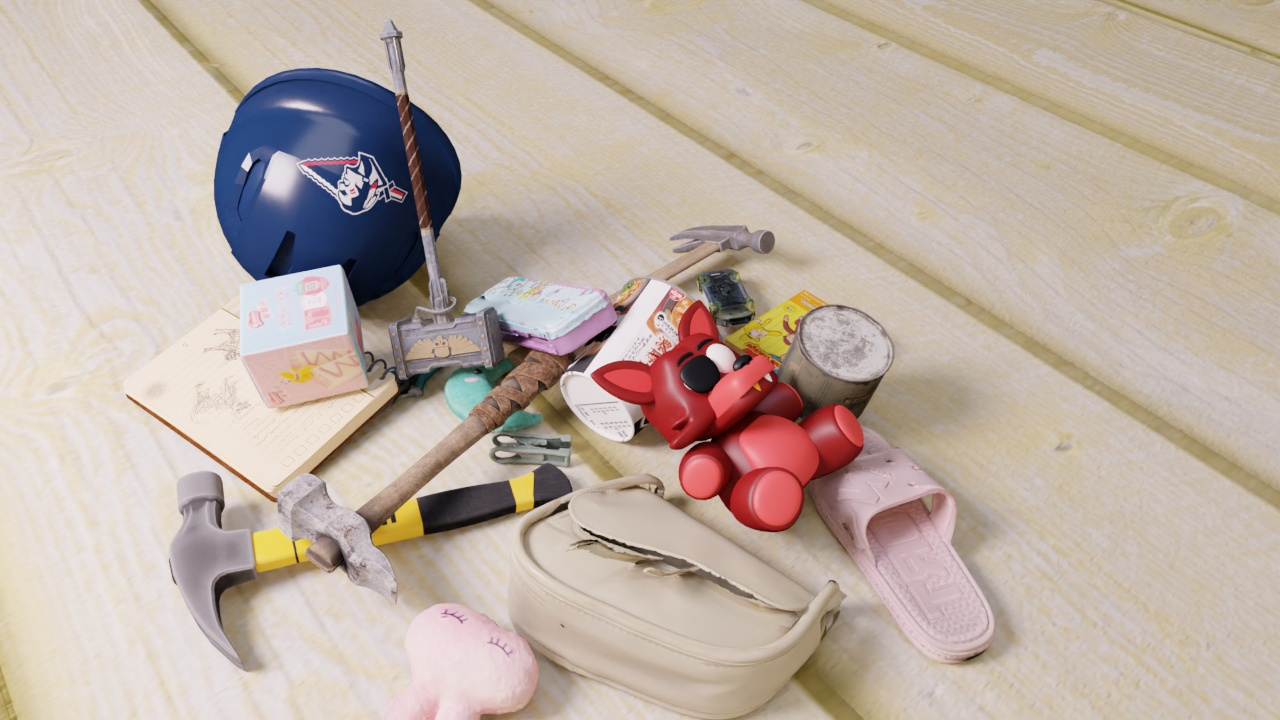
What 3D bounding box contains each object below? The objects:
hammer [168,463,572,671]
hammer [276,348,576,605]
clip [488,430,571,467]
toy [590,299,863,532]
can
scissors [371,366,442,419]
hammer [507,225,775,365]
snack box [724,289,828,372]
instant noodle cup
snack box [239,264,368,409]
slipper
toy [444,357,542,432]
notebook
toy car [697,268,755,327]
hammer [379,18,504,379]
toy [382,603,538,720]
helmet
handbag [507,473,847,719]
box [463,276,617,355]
[{"bbox_3d":[-0.213,0.140,0.762,0.324,0.034,0.169,-11,52,-19],"label":"hammer"},{"bbox_3d":[-0.157,0.072,0.790,0.121,0.049,0.317,31,45,15],"label":"hammer"},{"bbox_3d":[-0.101,0.081,0.846,0.076,0.023,0.044,3,41,-3],"label":"clip"},{"bbox_3d":[0.076,0.045,0.775,0.197,0.121,0.158,47,52,8],"label":"toy"},{"bbox_3d":[0.179,0.006,0.852,0.090,0.075,0.089,5,51,-7],"label":"can"},{"bbox_3d":[-0.219,0.014,0.914,0.138,0.019,0.136,-7,42,-12],"label":"scissors"},{"bbox_3d":[-0.004,-0.073,0.999,0.330,0.031,0.119,-34,31,-29],"label":"hammer"},{"bbox_3d":[0.161,-0.012,0.949,0.125,0.040,0.088,-31,52,-32],"label":"snack box"},{"bbox_3d":[-0.005,0.005,0.873,0.124,0.124,0.121,28,57,24],"label":"instant noodle cup"},{"bbox_3d":[-0.309,-0.022,0.844,0.094,0.080,0.093,-13,50,-10],"label":"snack box"},{"bbox_3d":[0.218,0.136,0.775,0.094,0.065,0.239,-10,46,-14],"label":"slipper"},{"bbox_3d":[-0.147,0.031,0.893,0.085,0.033,0.105,-3,41,-23],"label":"toy"},{"bbox_3d":[-0.361,0.021,0.880,0.225,0.024,0.167,27,55,24],"label":"notebook"},{"bbox_3d":[0.093,-0.066,1.007,0.048,0.033,0.105,-8,34,-5],"label":"toy car"},{"bbox_3d":[-0.203,-0.147,0.850,0.098,0.322,0.044,-7,11,8],"label":"hammer"},{"bbox_3d":[-0.133,0.232,0.662,0.108,0.053,0.104,20,60,16],"label":"toy"},{"bbox_3d":[-0.308,-0.171,0.931,0.232,0.273,0.222,24,42,-26],"label":"helmet"},{"bbox_3d":[0.025,0.159,0.699,0.229,0.132,0.183,31,42,25],"label":"handbag"},{"bbox_3d":[-0.105,-0.048,0.903,0.076,0.033,0.214,-36,25,-23],"label":"box"}]
